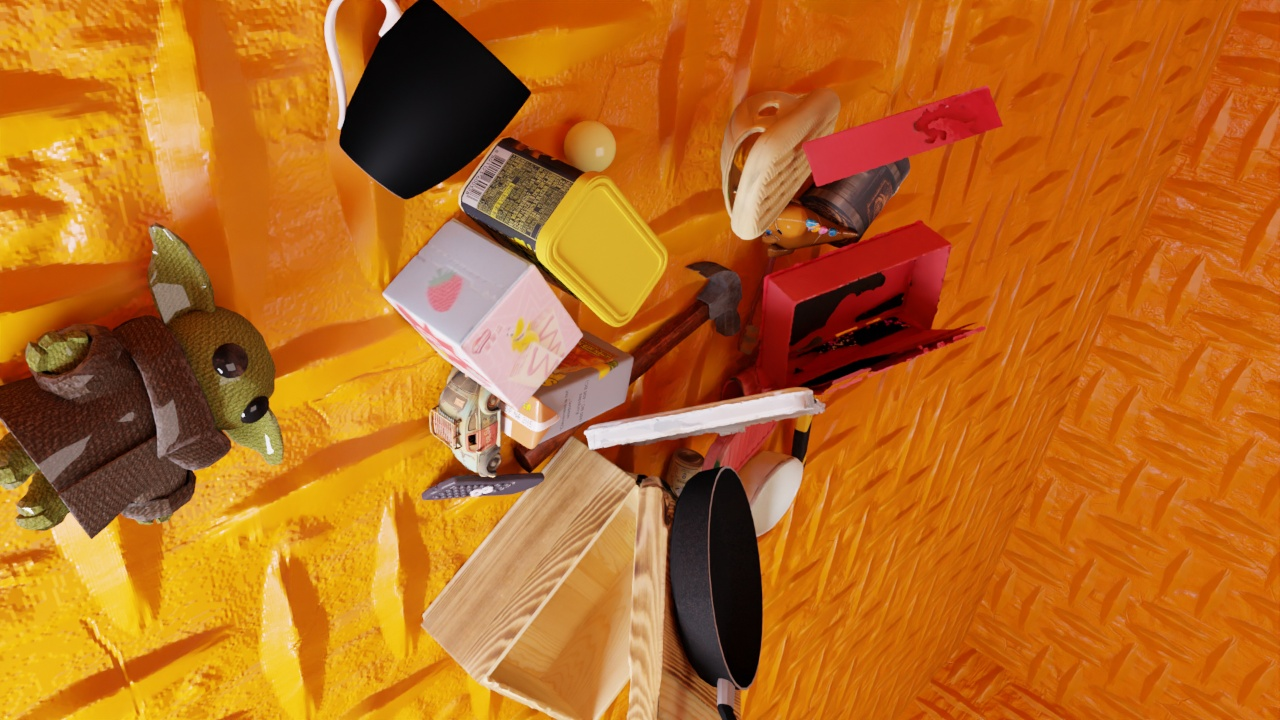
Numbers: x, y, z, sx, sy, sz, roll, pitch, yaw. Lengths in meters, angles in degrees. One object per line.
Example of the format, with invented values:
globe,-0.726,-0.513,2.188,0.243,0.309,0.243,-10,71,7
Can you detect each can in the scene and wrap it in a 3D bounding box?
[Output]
can,-0.056,-0.095,0.678,0.072,0.101,0.131,-55,147,-5
can,0.047,0.145,1.069,0.038,0.038,0.080,-14,127,-48

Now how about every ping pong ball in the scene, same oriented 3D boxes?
ping pong ball,-0.039,-0.163,0.702,0.040,0.040,0.040,-33,139,-34

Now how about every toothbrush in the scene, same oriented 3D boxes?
toothbrush,0.141,-0.092,1.023,0.015,0.016,0.185,-8,121,-43

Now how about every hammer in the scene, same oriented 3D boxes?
hammer,0.216,0.067,1.210,0.325,0.034,0.169,85,28,-50
hammer,-0.005,0.005,0.896,0.299,0.028,0.111,-40,144,-26

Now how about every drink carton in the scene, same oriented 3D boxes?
drink carton,-0.071,0.022,0.781,0.124,0.076,0.049,-24,134,-47

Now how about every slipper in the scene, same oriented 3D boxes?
slipper,0.118,-0.196,0.856,0.260,0.079,0.111,-47,155,-51
slipper,0.119,0.061,1.077,0.247,0.059,0.104,-47,150,-45

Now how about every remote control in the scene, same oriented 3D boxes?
remote control,-0.133,0.111,0.804,0.047,0.009,0.124,-28,161,30

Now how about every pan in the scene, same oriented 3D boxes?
pan,0.069,0.264,0.819,0.204,0.044,0.354,60,28,-49

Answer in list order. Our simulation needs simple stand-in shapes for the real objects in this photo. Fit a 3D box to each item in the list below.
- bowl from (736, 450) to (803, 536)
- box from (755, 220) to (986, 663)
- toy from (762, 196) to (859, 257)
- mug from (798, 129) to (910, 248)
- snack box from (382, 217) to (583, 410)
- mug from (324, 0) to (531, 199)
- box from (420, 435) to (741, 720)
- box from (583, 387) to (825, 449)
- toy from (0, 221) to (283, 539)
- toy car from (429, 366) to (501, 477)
bowl,0.157,0.166,1.210,0.117,0.061,0.118,-33,140,-33
box,0.262,0.090,1.047,0.214,0.138,0.468,-20,117,-19
toy,0.176,-0.138,0.949,0.090,0.103,0.070,-24,122,-82
mug,0.233,-0.185,1.027,0.107,0.080,0.116,-50,175,-15
snack box,-0.112,-0.032,0.662,0.079,0.093,0.095,-50,147,-13
mug,-0.141,-0.161,0.546,0.119,0.085,0.100,39,97,-27
box,0.009,0.259,0.915,0.269,0.264,0.279,-52,145,-13
box,0.069,0.056,0.883,0.189,0.209,0.037,8,72,-71
toy,-0.276,0.029,0.508,0.152,0.078,0.180,-37,139,-31
toy car,-0.141,0.051,0.734,0.047,0.047,0.112,-28,135,-39
